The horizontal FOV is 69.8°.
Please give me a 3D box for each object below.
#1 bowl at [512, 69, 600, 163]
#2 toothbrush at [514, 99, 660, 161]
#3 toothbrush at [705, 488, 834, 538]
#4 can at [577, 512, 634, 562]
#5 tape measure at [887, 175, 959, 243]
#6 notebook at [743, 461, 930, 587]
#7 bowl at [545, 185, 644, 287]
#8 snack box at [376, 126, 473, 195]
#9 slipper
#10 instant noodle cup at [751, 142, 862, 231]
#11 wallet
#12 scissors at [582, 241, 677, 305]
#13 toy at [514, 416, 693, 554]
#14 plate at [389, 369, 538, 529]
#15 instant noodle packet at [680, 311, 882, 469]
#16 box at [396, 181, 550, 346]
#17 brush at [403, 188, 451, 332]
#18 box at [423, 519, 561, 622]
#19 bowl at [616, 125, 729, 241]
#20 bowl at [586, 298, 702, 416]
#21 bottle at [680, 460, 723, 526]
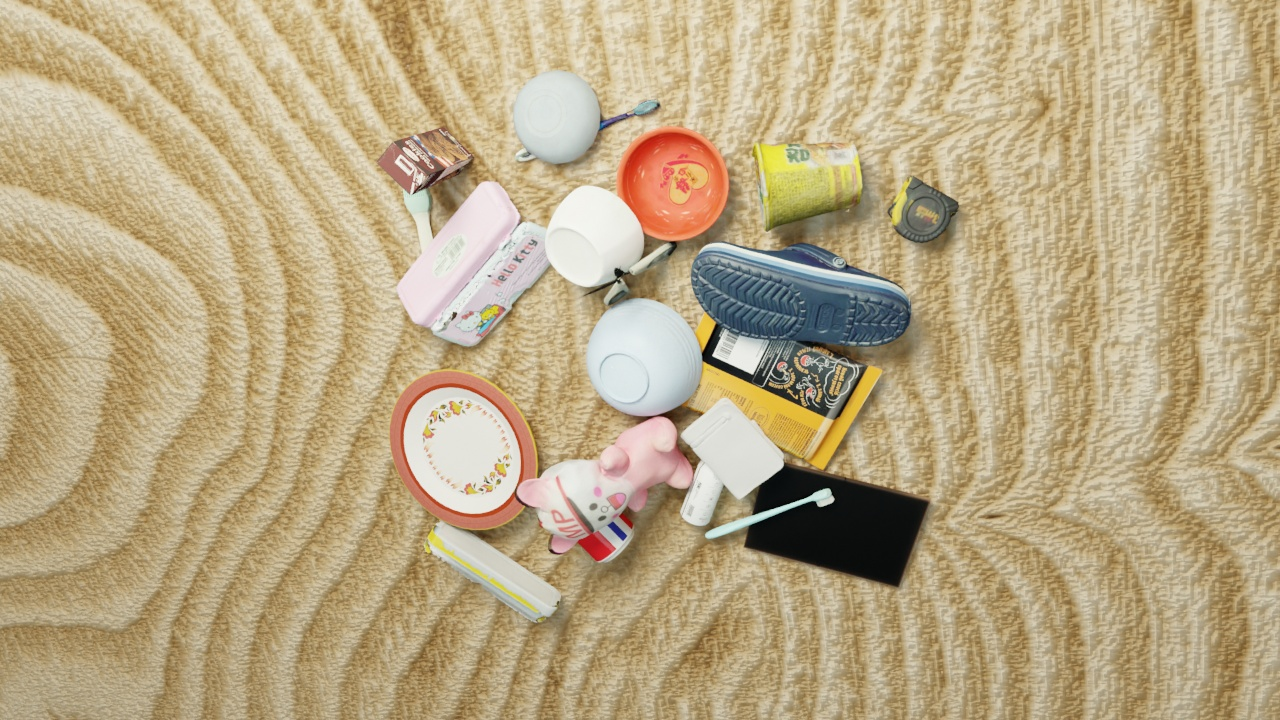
[{"bbox_3d":[-0.102,-0.281,1.054,0.106,0.039,0.106,3,100,17],"label":"bowl"},{"bbox_3d":[-0.065,-0.269,1.074,0.189,0.017,0.016,-17,102,17],"label":"toothbrush"},{"bbox_3d":[0.165,0.202,1.192,0.181,0.016,0.016,-22,116,21],"label":"toothbrush"},{"bbox_3d":[-0.075,0.204,1.229,0.070,0.070,0.132,-41,98,22],"label":"can"},{"bbox_3d":[0.313,-0.164,1.024,0.067,0.038,0.063,28,106,-2],"label":"tape measure"},{"bbox_3d":[0.251,0.211,1.190,0.209,0.008,0.142,13,117,7],"label":"notebook"},{"bbox_3d":[-0.060,-0.138,1.072,0.116,0.065,0.116,23,138,22],"label":"bowl"},{"bbox_3d":[-0.246,-0.232,1.060,0.051,0.140,0.032,45,113,-7],"label":"snack box"},{"bbox_3d":[0.183,-0.081,1.056,0.253,0.095,0.105,13,138,3],"label":"slipper"},{"bbox_3d":[0.183,-0.198,1.010,0.108,0.102,0.102,-8,109,5],"label":"instant noodle cup"},{"bbox_3d":[0.116,0.108,1.144,0.086,0.032,0.116,-37,99,18],"label":"wallet"},{"bbox_3d":[-0.015,-0.097,1.070,0.012,0.157,0.169,51,157,5],"label":"scissors"},{"bbox_3d":[-0.042,0.152,1.148,0.213,0.084,0.142,-31,139,-7],"label":"toy"},{"bbox_3d":[-0.239,0.120,1.245,0.230,0.021,0.230,6,108,20],"label":"plate"},{"bbox_3d":[0.159,0.031,1.130,0.221,0.032,0.160,24,121,2],"label":"instant noodle packet"},{"bbox_3d":[-0.199,-0.116,1.149,0.202,0.103,0.101,-45,60,22],"label":"box"},{"bbox_3d":[-0.270,-0.137,1.174,0.033,0.012,0.218,-2,112,12],"label":"brush"},{"bbox_3d":[-0.217,0.309,1.301,0.210,0.084,0.080,33,106,-2],"label":"box"},{"bbox_3d":[0.039,-0.207,1.060,0.130,0.045,0.131,4,111,11],"label":"bowl"},{"bbox_3d":[-0.007,0.007,1.119,0.151,0.074,0.151,10,115,23],"label":"bowl"},{"bbox_3d":[0.088,0.158,1.193,0.041,0.041,0.116,20,113,4],"label":"bottle"}]
